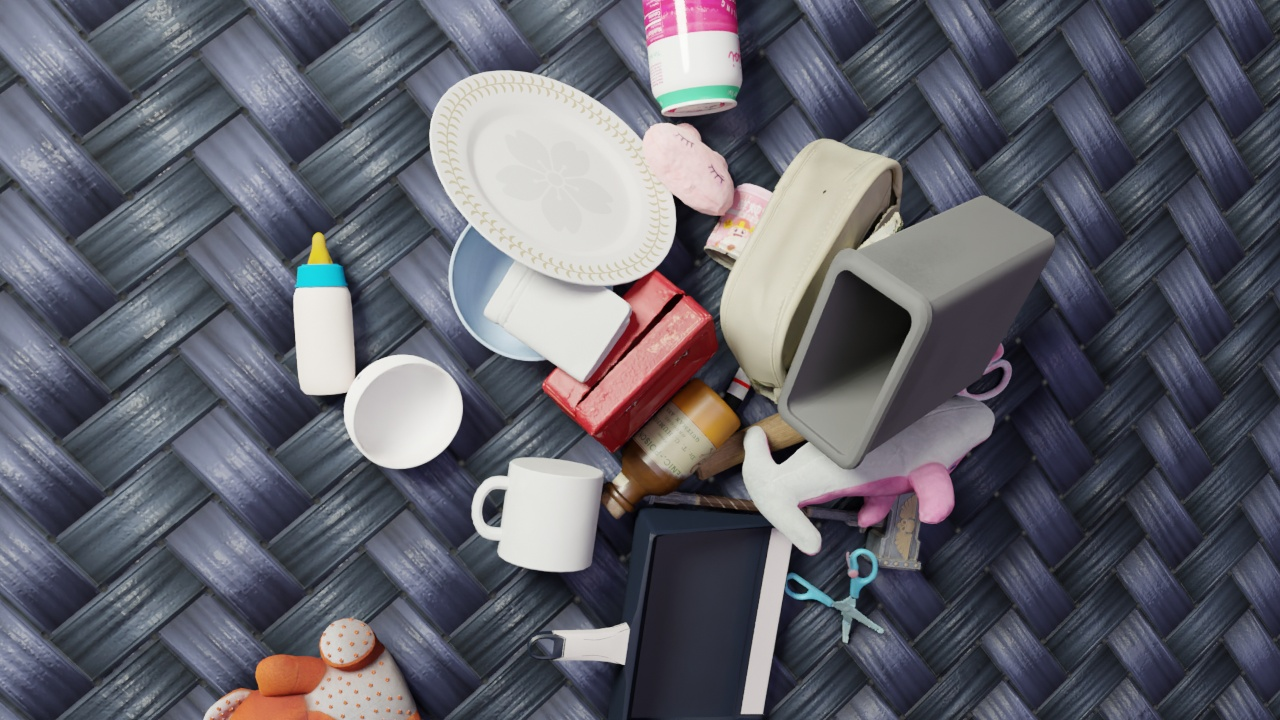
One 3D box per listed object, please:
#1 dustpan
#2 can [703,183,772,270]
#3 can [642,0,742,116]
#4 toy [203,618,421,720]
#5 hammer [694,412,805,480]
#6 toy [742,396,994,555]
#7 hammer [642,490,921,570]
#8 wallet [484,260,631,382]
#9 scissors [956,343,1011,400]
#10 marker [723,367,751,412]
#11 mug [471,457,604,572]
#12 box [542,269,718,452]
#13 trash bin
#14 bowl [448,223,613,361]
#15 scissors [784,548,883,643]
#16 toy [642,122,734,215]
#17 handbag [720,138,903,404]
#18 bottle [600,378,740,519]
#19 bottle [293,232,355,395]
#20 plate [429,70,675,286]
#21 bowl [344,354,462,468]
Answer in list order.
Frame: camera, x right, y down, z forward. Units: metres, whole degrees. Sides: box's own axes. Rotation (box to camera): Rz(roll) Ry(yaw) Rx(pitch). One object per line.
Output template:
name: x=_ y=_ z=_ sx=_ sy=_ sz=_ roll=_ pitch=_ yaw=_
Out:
dustpan: x=0.022 y=0.273 z=0.915 sx=0.273 sy=0.080 sz=0.236 roll=6 pitch=100 yaw=-11
can: x=0.110 y=-0.130 z=0.926 sx=0.067 sy=0.067 sz=0.076 roll=30 pitch=87 yaw=-15
can: x=0.048 y=-0.325 z=0.881 sx=0.088 sy=0.088 sz=0.166 roll=-8 pitch=97 yaw=-14
toy: x=-0.300 y=0.337 z=0.845 sx=0.172 sy=0.093 sz=0.164 roll=-26 pitch=102 yaw=-10
hammer: x=0.194 y=0.051 z=0.978 sx=0.305 sy=0.040 sz=0.132 roll=-20 pitch=97 yaw=-10
toy: x=0.234 y=0.112 z=0.929 sx=0.265 sy=0.186 sz=0.128 roll=-16 pitch=138 yaw=-11
hammer: x=0.153 y=0.159 z=0.979 sx=0.322 sy=0.044 sz=0.098 roll=8 pitch=93 yaw=-13
wallet: x=-0.072 y=-0.043 z=0.810 sx=0.116 sy=0.032 sz=0.086 roll=37 pitch=89 yaw=9
scissors: x=0.339 y=0.031 z=1.029 sx=0.174 sy=0.017 sz=0.076 roll=-25 pitch=100 yaw=-12
marker: x=0.127 y=-0.013 z=0.965 sx=0.019 sy=0.019 sz=0.145 roll=30 pitch=87 yaw=-15
mug: x=-0.101 y=0.145 z=0.881 sx=0.121 sy=0.091 sz=0.090 roll=7 pitch=93 yaw=-16
box: x=-0.003 y=0.007 z=0.865 sx=0.087 sy=0.129 sz=0.158 roll=42 pitch=84 yaw=13
trash bin: x=0.250 y=-0.031 z=0.832 sx=0.219 sy=0.097 sz=0.192 roll=-24 pitch=143 yaw=-37
bowl: x=-0.107 y=-0.076 z=0.869 sx=0.150 sy=0.075 sz=0.150 roll=-1 pitch=95 yaw=-16
scissors: x=0.209 y=0.258 z=0.999 sx=0.126 sy=0.015 sz=0.136 roll=1 pitch=114 yaw=7
toy: x=0.051 y=-0.192 z=0.894 sx=0.108 sy=0.104 sz=0.053 roll=40 pitch=120 yaw=-11
handbag: x=0.186 y=-0.078 z=0.890 sx=0.228 sy=0.132 sz=0.184 roll=-49 pitch=143 yaw=-12
bottle: x=0.023 y=0.094 z=0.915 sx=0.157 sy=0.068 sz=0.068 roll=-44 pitch=104 yaw=-3
bottle: x=-0.289 y=-0.043 z=0.835 sx=0.051 sy=0.051 sz=0.146 roll=-3 pitch=96 yaw=-15
plate: x=-0.076 y=-0.166 z=0.834 sx=0.242 sy=0.016 sz=0.242 roll=17 pitch=52 yaw=-24
bowl: x=-0.223 y=0.044 z=0.850 sx=0.104 sy=0.054 sz=0.105 roll=-11 pitch=111 yaw=-31
